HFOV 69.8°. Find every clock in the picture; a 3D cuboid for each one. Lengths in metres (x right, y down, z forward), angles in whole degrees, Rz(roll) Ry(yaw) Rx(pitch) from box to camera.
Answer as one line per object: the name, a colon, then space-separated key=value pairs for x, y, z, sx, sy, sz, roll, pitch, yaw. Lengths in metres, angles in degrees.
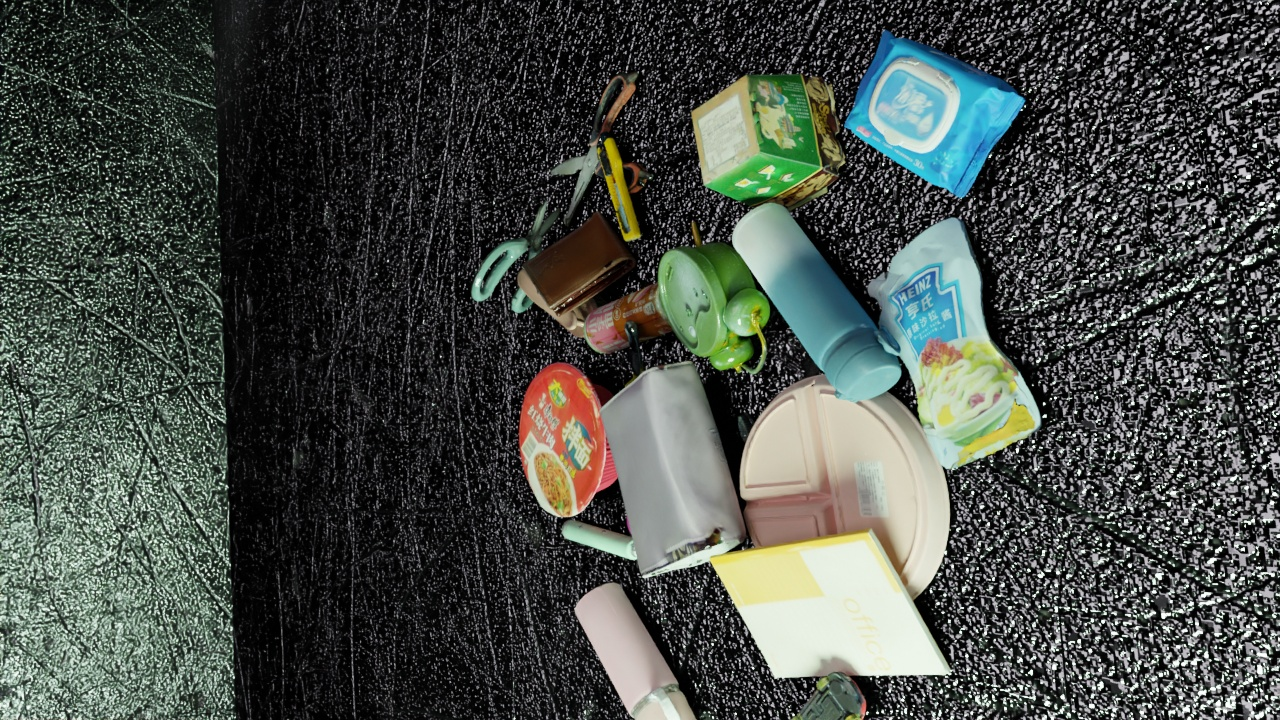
clock: x=0.079 y=-0.054 z=0.944 sx=0.161 sy=0.056 sz=0.116 roll=57 pitch=155 yaw=26

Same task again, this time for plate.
plate: x=0.178 y=0.127 z=0.856 sx=0.230 sy=0.028 sz=0.229 roll=4 pitch=95 yaw=48

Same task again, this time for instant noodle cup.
instant noodle cup: x=-0.079 y=0.099 z=1.162 sx=0.194 sy=0.065 sz=0.194 roll=-1 pitch=89 yaw=50

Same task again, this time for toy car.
toy car: x=0.179 y=0.337 z=0.866 sx=0.049 sy=0.031 sz=0.106 roll=50 pitch=131 yaw=38

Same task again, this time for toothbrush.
toothbrush: x=-0.025 y=0.225 z=1.126 sx=0.225 sy=0.027 sz=0.026 roll=2 pitch=106 yaw=52
toothbrush: x=0.128 y=0.144 z=0.941 sx=0.014 sy=0.017 sz=0.189 roll=-27 pitch=71 yaw=46

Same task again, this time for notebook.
notebook: x=0.167 y=0.231 z=0.852 sx=0.207 sy=0.010 sz=0.146 roll=-24 pitch=97 yaw=49

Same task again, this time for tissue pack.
tissue pack: x=0.237 y=-0.211 z=0.771 sx=0.157 sy=0.052 sz=0.095 roll=48 pitch=126 yaw=40

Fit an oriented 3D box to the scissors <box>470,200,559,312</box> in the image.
scissors: x=-0.155 y=-0.126 z=1.228 sx=0.019 sy=0.179 sz=0.172 roll=32 pitch=72 yaw=23

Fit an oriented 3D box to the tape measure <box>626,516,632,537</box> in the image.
tape measure: x=0.010 y=0.187 z=1.071 sx=0.058 sy=0.039 sz=0.057 roll=46 pitch=124 yaw=41

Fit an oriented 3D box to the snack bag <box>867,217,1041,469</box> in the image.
snack bag: x=0.256 y=-0.014 z=0.765 sx=0.111 sy=0.038 sz=0.190 roll=-48 pitch=53 yaw=54

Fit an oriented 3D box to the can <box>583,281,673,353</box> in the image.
can: x=-0.004 y=-0.050 z=1.071 sx=0.148 sy=0.057 sz=0.058 roll=-19 pitch=75 yaw=50

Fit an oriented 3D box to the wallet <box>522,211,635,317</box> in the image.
wallet: x=-0.078 y=-0.121 z=1.138 sx=0.124 sy=0.032 sz=0.101 roll=-35 pitch=50 yaw=-1

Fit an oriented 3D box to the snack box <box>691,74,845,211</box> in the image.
snack box: x=0.114 y=-0.213 z=0.884 sx=0.118 sy=0.105 sz=0.118 roll=-22 pitch=72 yaw=50

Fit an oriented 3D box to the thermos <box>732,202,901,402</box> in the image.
thermos: x=0.161 y=-0.056 z=0.846 sx=0.070 sy=0.070 sz=0.220 roll=-59 pitch=44 yaw=33

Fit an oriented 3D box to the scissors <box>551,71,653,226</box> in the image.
scissors: x=-0.052 y=-0.264 z=1.163 sx=0.223 sy=0.015 sz=0.189 roll=12 pitch=100 yaw=50

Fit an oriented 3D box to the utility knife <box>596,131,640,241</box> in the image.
utility knife: x=-0.028 y=-0.210 z=1.108 sx=0.033 sy=0.015 sz=0.154 roll=-39 pitch=61 yaw=48

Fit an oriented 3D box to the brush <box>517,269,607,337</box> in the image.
brush: x=-0.099 y=-0.077 z=1.179 sx=0.145 sy=0.073 sz=0.063 roll=44 pitch=122 yaw=40

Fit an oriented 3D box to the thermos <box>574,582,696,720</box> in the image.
thermos: x=-0.006 y=0.351 z=1.063 sx=0.198 sy=0.067 sz=0.087 roll=54 pitch=160 yaw=38

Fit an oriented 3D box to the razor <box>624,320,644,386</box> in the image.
razor: x=-0.006 y=0.006 z=1.071 sx=0.043 sy=0.022 sz=0.143 roll=39 pitch=148 yaw=35

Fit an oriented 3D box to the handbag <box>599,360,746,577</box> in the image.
handbag: x=0.038 y=0.116 z=0.981 sx=0.145 sy=0.098 sz=0.197 roll=130 pitch=127 yaw=-61
